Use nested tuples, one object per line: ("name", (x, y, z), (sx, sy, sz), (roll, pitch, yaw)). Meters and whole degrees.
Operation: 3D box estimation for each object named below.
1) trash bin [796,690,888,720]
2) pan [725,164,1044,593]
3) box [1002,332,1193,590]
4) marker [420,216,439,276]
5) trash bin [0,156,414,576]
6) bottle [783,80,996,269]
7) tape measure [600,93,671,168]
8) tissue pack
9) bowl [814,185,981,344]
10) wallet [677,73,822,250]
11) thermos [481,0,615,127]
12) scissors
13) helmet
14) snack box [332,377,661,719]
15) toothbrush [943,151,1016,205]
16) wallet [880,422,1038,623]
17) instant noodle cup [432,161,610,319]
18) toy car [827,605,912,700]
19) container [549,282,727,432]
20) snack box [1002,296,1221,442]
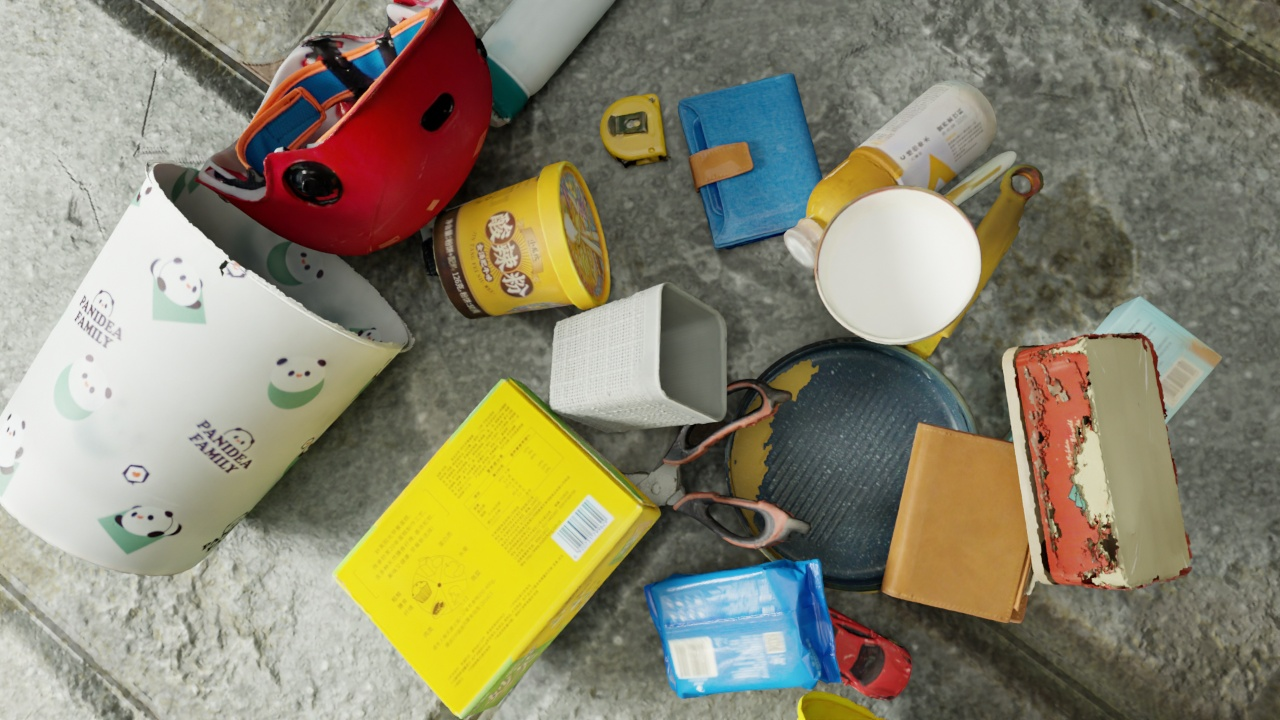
("trash bin", (0.135, 0.401, 0.616), (0.229, 0.229, 0.255), (34, 94, 9))
("pan", (0.206, 0.011, 0.714), (0.198, 0.078, 0.357), (31, 88, 9))
("box", (0.315, 0.067, 0.623), (0.091, 0.080, 0.168), (-2, 82, -30))
("marker", (-0.193, -0.137, 0.809), (0.023, 0.018, 0.130), (-18, 82, 14))
("trash bin", (-0.347, 0.014, 0.716), (0.229, 0.229, 0.252), (40, 95, 9))
("bottle", (0.195, -0.144, 0.725), (0.189, 0.068, 0.068), (-40, 81, -8))
("tape measure", (-0.006, -0.198, 0.787), (0.057, 0.029, 0.060), (-8, 83, 7))
("tissue pack", (0.078, 0.204, 0.702), (0.157, 0.052, 0.095), (-18, 81, 33))
("bowl", (0.188, -0.064, 0.668), (0.114, 0.062, 0.113), (-3, 82, 20))
("wallet", (0.095, -0.167, 0.768), (0.106, 0.040, 0.133), (-14, 82, 1))
("thermos", (-0.075, -0.300, 0.789), (0.073, 0.073, 0.224), (40, 90, 9))
("scissors", (0.034, 0.095, 0.727), (0.227, 0.015, 0.189), (18, 92, 25))
("helmet", (-0.199, -0.171, 0.710), (0.241, 0.144, 0.206), (-11, 45, 33))
("snack box", (-0.111, 0.142, 0.716), (0.157, 0.070, 0.210), (41, 90, 18))
("toothbrush", (0.230, -0.115, 0.754), (0.191, 0.018, 0.016), (-36, 83, 2))
("wallet", (0.244, 0.119, 0.675), (0.108, 0.031, 0.132), (11, 93, 6))
("instant noodle cup", (-0.097, -0.091, 0.747), (0.114, 0.118, 0.118), (-11, 83, 13))
("toy car", (0.162, 0.227, 0.721), (0.106, 0.031, 0.049), (28, 89, 7))
("container", (-0.004, 0.004, 0.713), (0.115, 0.090, 0.090), (-13, 65, 35))
("snack box", (0.351, 0.040, 0.706), (0.074, 0.051, 0.175), (41, 90, 11))
